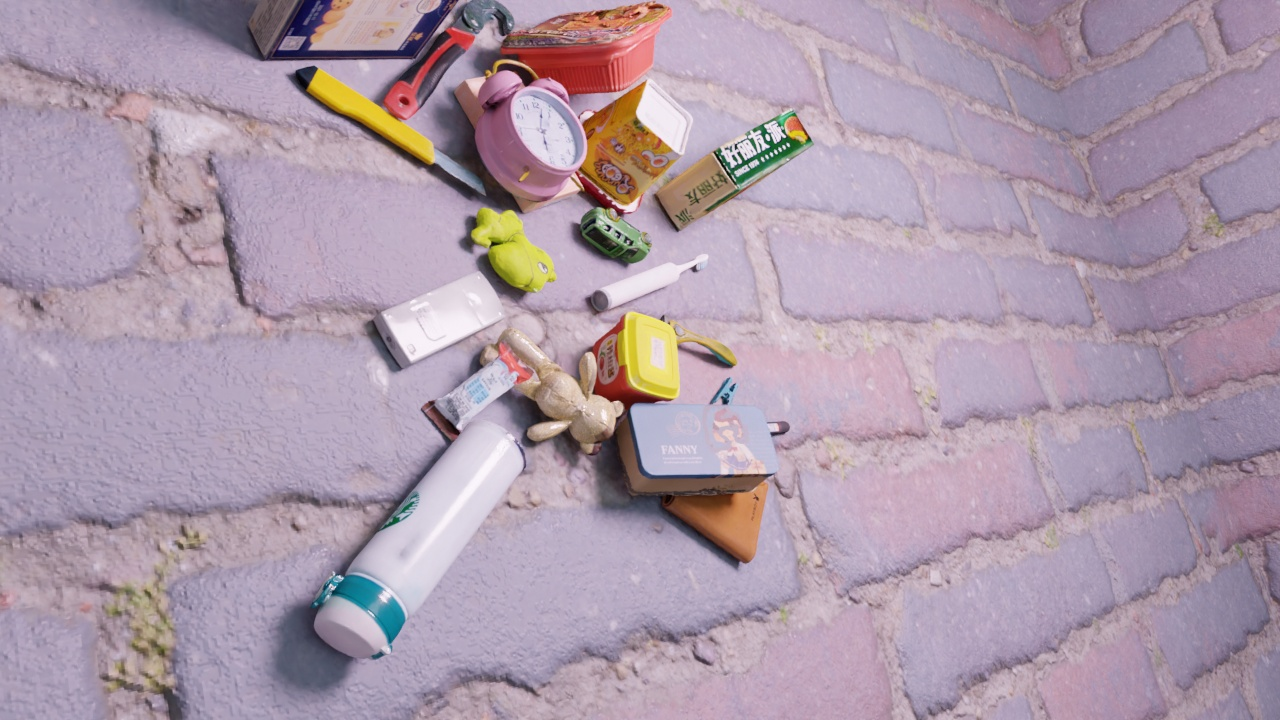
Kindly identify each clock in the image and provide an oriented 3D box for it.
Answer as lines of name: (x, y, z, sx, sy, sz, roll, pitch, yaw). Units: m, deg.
clock: (-0.119, -0.253, 0.990, 0.117, 0.060, 0.158, -5, 72, -45)

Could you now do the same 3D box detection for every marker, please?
marker: (0.149, 0.086, 1.147, 0.123, 0.015, 0.018, 0, 71, -47)

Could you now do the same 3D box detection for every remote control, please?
remote control: (-0.190, -0.041, 0.883, 0.134, 0.019, 0.056, -34, 94, -47)

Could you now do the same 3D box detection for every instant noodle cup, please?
instant noodle cup: (-0.057, -0.369, 1.088, 0.188, 0.165, 0.079, -57, 145, -51)
instant noodle cup: (-0.011, -0.257, 1.089, 0.116, 0.124, 0.115, 36, 49, -25)

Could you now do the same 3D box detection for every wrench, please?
wrench: (-0.210, -0.339, 1.013, 0.056, 0.016, 0.272, 41, 43, -15)

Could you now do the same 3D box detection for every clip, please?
clip: (0.105, 0.043, 1.126, 0.041, 0.014, 0.056, 49, 46, -14)

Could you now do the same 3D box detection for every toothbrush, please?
toothbrush: (0.020, -0.100, 1.110, 0.220, 0.027, 0.026, -27, 127, -48)

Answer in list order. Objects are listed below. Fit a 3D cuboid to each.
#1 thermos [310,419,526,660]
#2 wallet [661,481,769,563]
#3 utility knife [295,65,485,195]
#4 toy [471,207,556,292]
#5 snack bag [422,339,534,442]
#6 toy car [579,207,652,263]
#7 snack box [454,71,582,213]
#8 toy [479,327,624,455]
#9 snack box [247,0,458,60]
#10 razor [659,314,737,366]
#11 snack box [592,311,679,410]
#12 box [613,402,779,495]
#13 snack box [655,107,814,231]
thermos: (-0.181, 0.144, 0.762, 0.073, 0.073, 0.223, 49, 45, -14)
wallet: (0.088, 0.153, 1.042, 0.132, 0.031, 0.107, 39, 49, -24)
utility knife: (-0.247, -0.228, 0.926, 0.216, 0.015, 0.033, 31, 50, -26)
toy: (-0.134, -0.114, 0.966, 0.096, 0.031, 0.100, -2, 66, -44)
snack bag: (-0.151, 0.028, 0.862, 0.104, 0.026, 0.048, -43, 100, -16)
toy car: (-0.029, -0.143, 1.073, 0.091, 0.043, 0.036, 28, 49, -29)
snack box: (-0.136, -0.248, 1.036, 0.084, 0.026, 0.157, -32, 93, -47)
toy: (-0.089, 0.029, 0.920, 0.157, 0.066, 0.105, 39, 80, -17)
snack box: (-0.251, -0.357, 0.868, 0.182, 0.178, 0.046, -23, 83, -48)
razor: (0.076, -0.017, 1.123, 0.132, 0.028, 0.043, 22, 52, -37)
snack box: (-0.006, 0.006, 0.990, 0.082, 0.080, 0.091, 17, 58, -36)
box: (0.054, 0.095, 0.984, 0.184, 0.061, 0.089, 2, 58, -29)
snack box: (0.130, -0.260, 1.233, 0.063, 0.115, 0.239, 57, 42, -4)
